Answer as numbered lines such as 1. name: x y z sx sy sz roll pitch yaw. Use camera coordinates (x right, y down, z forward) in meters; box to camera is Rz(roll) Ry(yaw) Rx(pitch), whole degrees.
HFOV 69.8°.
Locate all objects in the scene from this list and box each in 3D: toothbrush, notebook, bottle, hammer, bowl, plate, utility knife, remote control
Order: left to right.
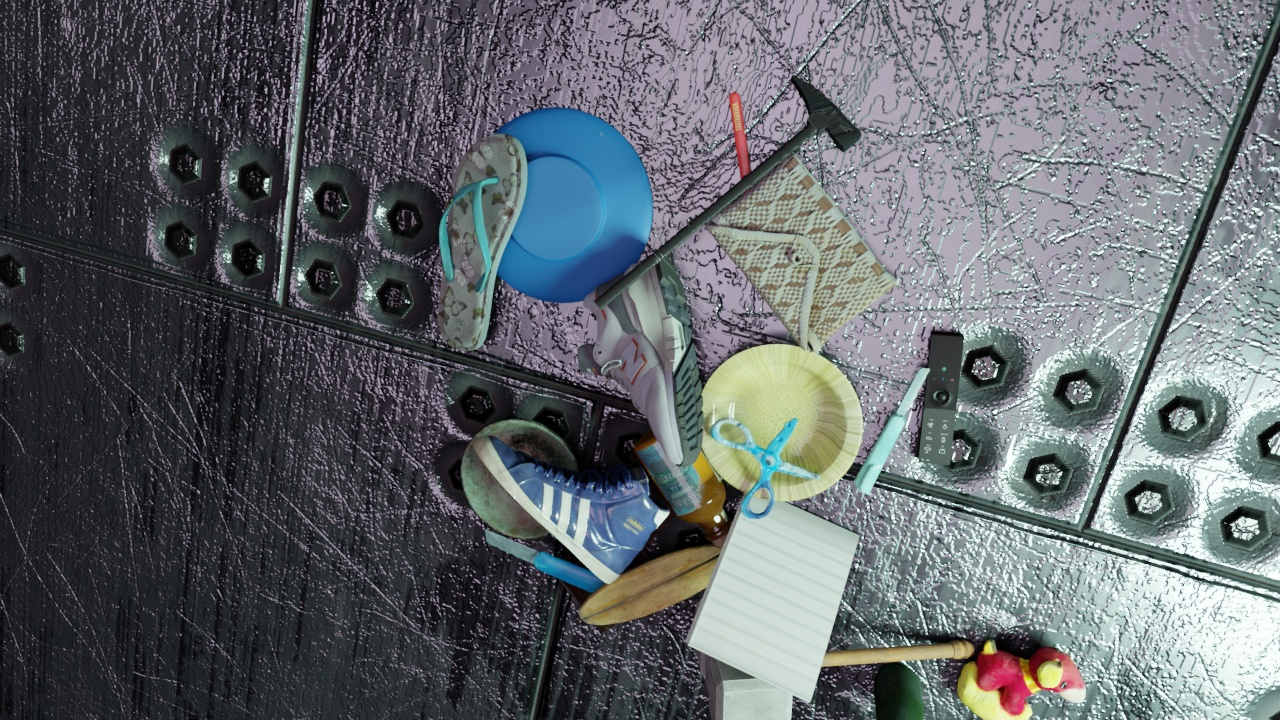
1. bowl: -0.143 0.142 1.139 0.157 0.038 0.157 3 105 12
2. plate: -0.098 -0.175 1.056 0.224 0.024 0.224 3 105 12
3. utility knife: -0.093 0.258 1.138 0.221 0.015 0.031 23 101 2
4. bottle: 0.060 0.148 1.077 0.068 0.067 0.157 -31 95 18
5. hammer: 0.076 -0.166 0.960 0.325 0.015 0.095 -40 81 -1
6. toothbrush: 0.117 -0.185 1.006 0.012 0.017 0.212 -7 102 15
7. notebook: 0.152 0.253 1.026 0.142 0.209 0.009 24 143 7
8. plate: 0.159 0.067 1.050 0.184 0.036 0.184 3 105 13
9. hammer: 0.232 0.344 1.063 0.317 0.162 0.083 -3 111 -4
10. utility knife: 0.283 0.080 1.031 0.022 0.015 0.166 25 113 7
11. bottle: 0.293 0.412 1.033 0.055 0.173 0.055 3 104 12
12. remote control: 0.332 0.043 1.015 0.034 0.013 0.150 5 105 12

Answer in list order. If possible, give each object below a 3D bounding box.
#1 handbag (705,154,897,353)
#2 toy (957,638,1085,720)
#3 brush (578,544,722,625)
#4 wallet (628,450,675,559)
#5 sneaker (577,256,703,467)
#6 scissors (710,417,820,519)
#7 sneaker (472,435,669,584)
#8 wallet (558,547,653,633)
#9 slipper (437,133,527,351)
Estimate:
1. handbag: 0.172 -0.113 0.982 0.124 0.047 0.186 -39 92 -1
2. toy: 0.430 0.366 1.055 0.138 0.067 0.105 -34 92 31
3. brush: 0.018 0.269 1.105 0.195 0.043 0.059 -23 84 -2
4. wallet: -0.011 0.180 1.118 0.091 0.018 0.115 44 92 0
5. sneaker: -0.006 0.006 1.035 0.124 0.088 0.239 -11 78 22
6. scissors: 0.137 0.120 1.044 0.134 0.011 0.140 18 108 7
7. sneaker: -0.068 0.138 1.055 0.118 0.091 0.233 -42 100 2
8. wallet: -0.034 0.277 1.153 0.120 0.031 0.099 -36 95 16
9. slipper: -0.203 -0.135 1.063 0.098 0.054 0.269 30 116 25
